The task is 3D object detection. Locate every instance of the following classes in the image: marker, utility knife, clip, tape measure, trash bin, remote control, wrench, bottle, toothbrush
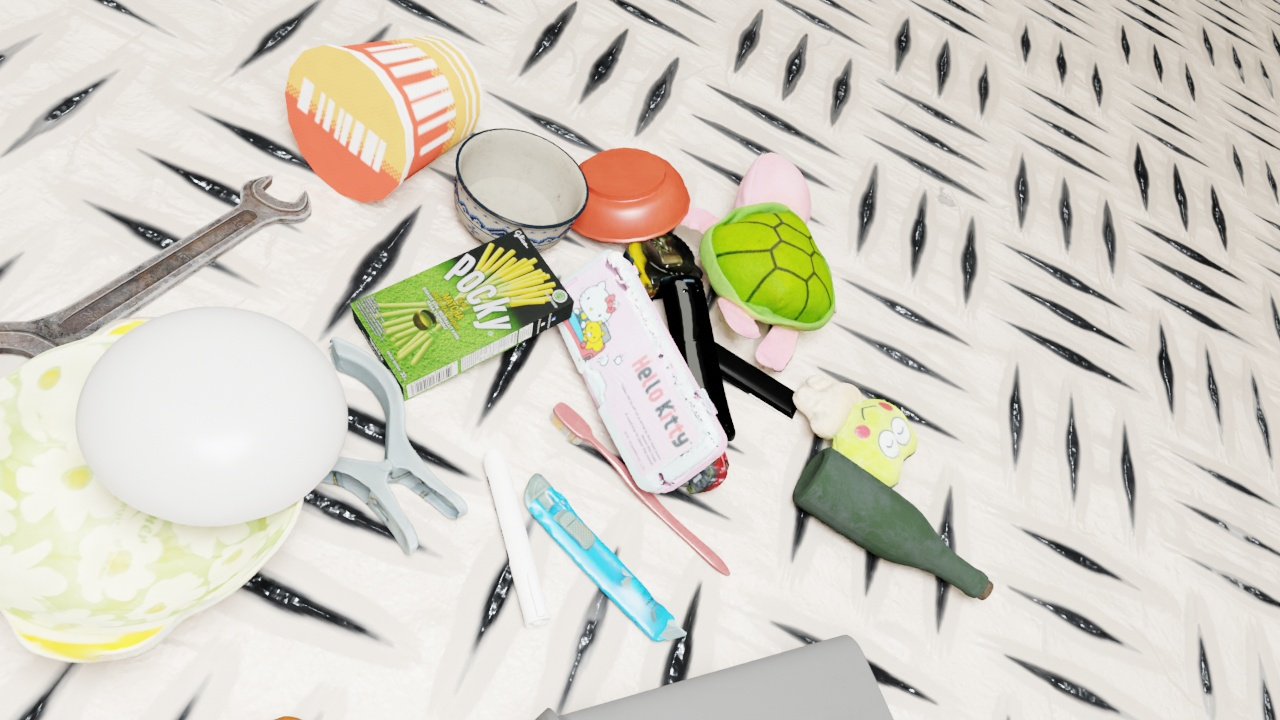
[{"bbox_3d":[-0.088,0.120,0.638,0.017,0.020,0.133,-5,58,-26],"label":"marker"},{"bbox_3d":[-0.028,0.142,0.654,0.158,0.015,0.031,44,54,9],"label":"utility knife"},{"bbox_3d":[-0.177,0.044,0.649,0.172,0.029,0.142,38,51,4],"label":"clip"},{"bbox_3d":[0.019,-0.090,0.833,0.067,0.038,0.062,-14,62,-32],"label":"tape measure"},{"bbox_3d":[0.057,0.282,0.536,0.219,0.098,0.191,-5,58,-29],"label":"trash bin"},{"bbox_3d":[0.087,0.009,0.809,0.124,0.012,0.028,32,48,0],"label":"remote control"},{"bbox_3d":[-0.345,-0.063,0.660,0.070,0.010,0.272,36,48,4],"label":"wrench"},{"bbox_3d":[0.050,-0.004,0.780,0.041,0.020,0.151,-2,71,-29],"label":"remote control"},{"bbox_3d":[0.209,0.139,0.742,0.174,0.055,0.055,34,48,0],"label":"bottle"},{"bbox_3d":[0.000,0.100,0.702,0.184,0.016,0.015,43,49,6],"label":"toothbrush"}]

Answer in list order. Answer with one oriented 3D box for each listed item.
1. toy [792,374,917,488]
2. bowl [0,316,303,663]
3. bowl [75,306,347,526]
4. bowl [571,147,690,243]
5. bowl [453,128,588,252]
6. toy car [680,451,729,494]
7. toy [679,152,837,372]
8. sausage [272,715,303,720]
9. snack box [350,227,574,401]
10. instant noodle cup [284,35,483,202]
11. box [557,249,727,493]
[{"bbox_3d":[0.185,0.057,0.797,0.115,0.046,0.091,40,47,9],"label":"toy"},{"bbox_3d":[-0.300,0.077,0.544,0.188,0.060,0.219,8,53,-21],"label":"bowl"},{"bbox_3d":[-0.248,0.021,0.541,0.149,0.043,0.149,13,51,-17],"label":"bowl"},{"bbox_3d":[-0.015,-0.159,0.842,0.122,0.035,0.121,-1,46,1],"label":"bowl"},{"bbox_3d":[-0.109,-0.139,0.796,0.115,0.059,0.115,13,51,-17],"label":"bowl"},{"bbox_3d":[0.039,0.060,0.729,0.036,0.042,0.091,-8,60,-38],"label":"toy car"},{"bbox_3d":[0.121,-0.095,0.853,0.190,0.088,0.237,26,48,-14],"label":"toy"},{"bbox_3d":[-0.251,0.221,0.472,0.164,0.039,0.044,-4,58,-28],"label":"sausage"},{"bbox_3d":[-0.135,-0.038,0.707,0.147,0.025,0.080,-29,71,-23],"label":"snack box"},{"bbox_3d":[-0.206,-0.213,0.773,0.123,0.124,0.120,39,41,6],"label":"instant noodle cup"},{"bbox_3d":[-0.005,0.004,0.717,0.044,0.086,0.202,23,34,-56],"label":"box"}]
